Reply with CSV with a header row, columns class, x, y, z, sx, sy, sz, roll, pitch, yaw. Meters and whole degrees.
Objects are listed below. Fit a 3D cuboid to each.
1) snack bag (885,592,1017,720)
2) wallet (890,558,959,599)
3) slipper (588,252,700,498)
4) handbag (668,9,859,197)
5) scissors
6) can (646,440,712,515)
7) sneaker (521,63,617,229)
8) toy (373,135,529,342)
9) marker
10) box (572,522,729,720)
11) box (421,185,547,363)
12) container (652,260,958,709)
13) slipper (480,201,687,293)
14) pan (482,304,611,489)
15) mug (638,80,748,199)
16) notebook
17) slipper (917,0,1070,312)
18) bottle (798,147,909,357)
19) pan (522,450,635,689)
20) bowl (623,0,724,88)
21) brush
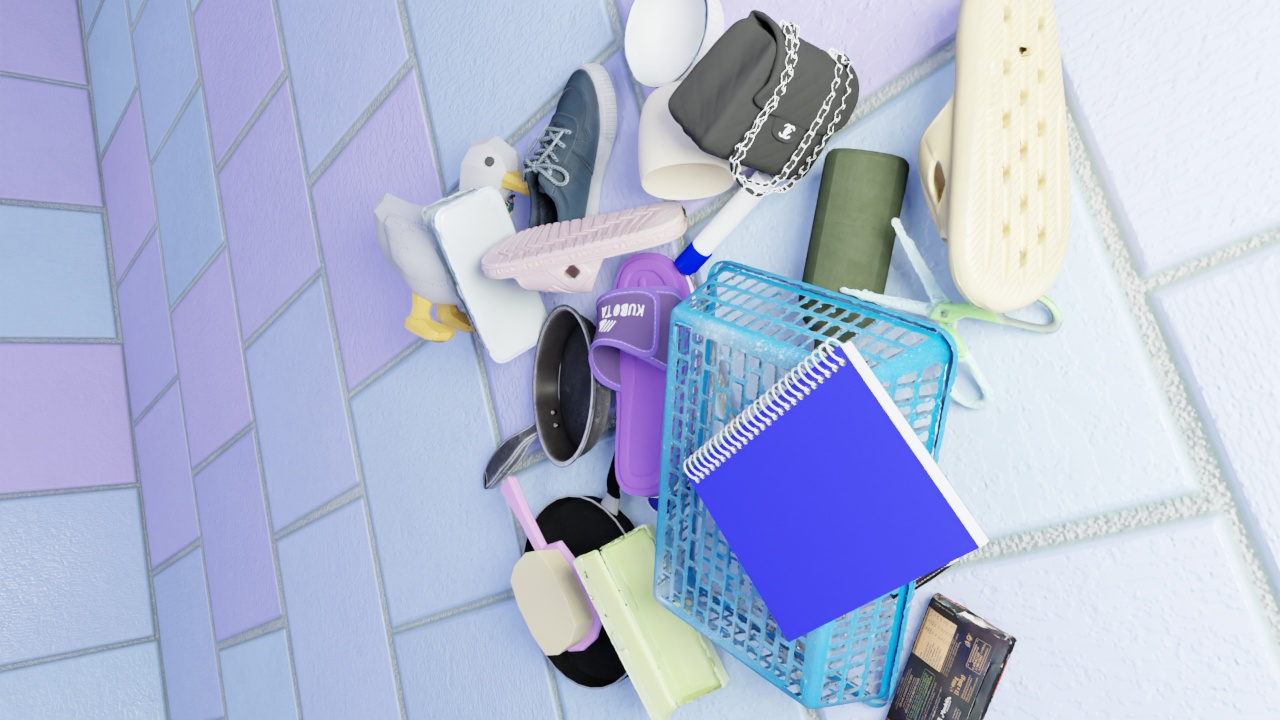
class,x,y,z,sx,sy,sz,roll,pitch,yaw
snack bag,0.253,0.278,0.769,0.075,0.018,0.155,29,111,41
wallet,0.216,0.138,0.803,0.072,0.019,0.123,-47,59,33
slipper,-0.005,0.006,0.950,0.107,0.084,0.266,-11,73,39
handbag,0.124,-0.219,0.798,0.125,0.153,0.114,-52,52,28
scissors,0.242,-0.032,0.735,0.171,0.024,0.160,13,120,25
can,0.043,0.124,0.974,0.095,0.032,0.032,-54,55,32
sneaker,-0.092,-0.228,1.066,0.089,0.087,0.236,19,105,45
toy,-0.240,-0.163,1.182,0.247,0.140,0.268,18,107,18
marker,0.085,-0.138,0.930,0.133,0.027,0.023,-46,60,34
box,0.016,0.268,0.953,0.083,0.091,0.188,-30,80,7
box,-0.174,-0.101,1.093,0.122,0.083,0.215,-22,112,7
container,0.115,0.116,0.807,0.257,0.089,0.363,24,121,43
slipper,-0.060,-0.113,0.999,0.240,0.094,0.064,-11,119,16
pan,-0.121,0.075,1.127,0.358,0.055,0.187,-54,43,49
mug,0.057,-0.225,0.915,0.120,0.096,0.099,-4,78,9
notebook,0.132,0.103,0.696,0.171,0.022,0.210,58,138,15
slipper,0.265,-0.164,0.699,0.079,0.111,0.261,177,96,-68
bottle,0.179,-0.076,0.801,0.071,0.071,0.207,19,105,44
pan,-0.045,0.211,1.066,0.225,0.034,0.357,33,114,41
bowl,0.044,-0.334,0.940,0.118,0.062,0.118,0,90,46
brush,-0.123,0.238,1.089,0.089,0.043,0.228,-51,59,35
